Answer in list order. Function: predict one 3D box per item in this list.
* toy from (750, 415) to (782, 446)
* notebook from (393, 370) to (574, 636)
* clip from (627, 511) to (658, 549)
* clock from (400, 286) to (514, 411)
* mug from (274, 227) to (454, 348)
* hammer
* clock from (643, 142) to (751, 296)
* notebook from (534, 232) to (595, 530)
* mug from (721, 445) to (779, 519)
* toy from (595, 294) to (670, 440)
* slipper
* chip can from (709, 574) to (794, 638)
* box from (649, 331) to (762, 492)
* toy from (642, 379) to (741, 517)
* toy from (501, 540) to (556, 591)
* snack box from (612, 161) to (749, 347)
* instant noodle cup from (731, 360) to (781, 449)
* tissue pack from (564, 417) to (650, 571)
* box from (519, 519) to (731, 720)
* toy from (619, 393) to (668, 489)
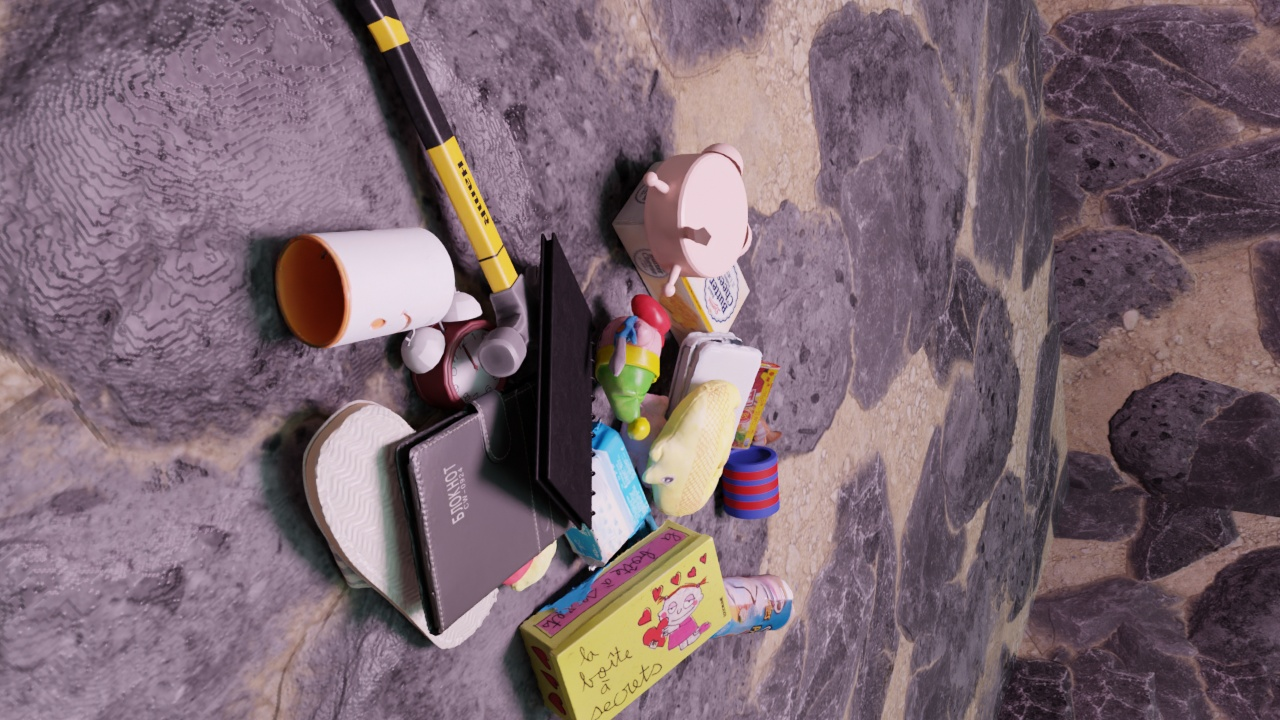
[{"bbox_3d":[0.156,0.092,1.259,0.102,0.042,0.054,51,32,-35],"label":"toy"},{"bbox_3d":[-0.124,0.110,0.792,0.208,0.029,0.169,-35,122,-60],"label":"notebook"},{"bbox_3d":[0.014,0.212,1.070,0.118,0.033,0.120,15,78,-43],"label":"clip"},{"bbox_3d":[-0.159,-0.003,0.799,0.086,0.044,0.125,-55,136,-35],"label":"clock"},{"bbox_3d":[-0.206,-0.058,0.693,0.105,0.082,0.082,-18,109,-53],"label":"mug"},{"bbox_3d":[-0.153,-0.155,0.767,0.169,0.034,0.325,-73,144,-61],"label":"hammer"},{"bbox_3d":[0.071,-0.154,0.975,0.160,0.086,0.131,-39,125,-51],"label":"clock"},{"bbox_3d":[-0.067,0.025,0.849,0.169,0.019,0.231,68,18,-63],"label":"notebook"},{"bbox_3d":[0.149,0.157,1.241,0.111,0.075,0.076,-59,145,-72],"label":"mug"},{"bbox_3d":[-0.006,0.006,0.955,0.131,0.097,0.124,-58,-179,-28],"label":"toy"},{"bbox_3d":[-0.196,0.143,0.762,0.114,0.054,0.273,-52,138,-34],"label":"slipper"},{"bbox_3d":[0.127,0.327,1.222,0.229,0.080,0.079,17,81,-54],"label":"chip can"},{"bbox_3d":[0.069,0.068,1.087,0.118,0.063,0.214,2,114,-32],"label":"box"},{"bbox_3d":[0.059,0.103,1.021,0.154,0.065,0.171,-14,124,-50],"label":"toy"},{"bbox_3d":[-0.121,0.167,0.874,0.135,0.045,0.091,57,45,-49],"label":"toy"},{"bbox_3d":[0.053,-0.117,1.069,0.104,0.058,0.208,-60,137,-30],"label":"snack box"},{"bbox_3d":[0.117,0.050,1.157,0.100,0.100,0.112,7,97,-55],"label":"instant noodle cup"},{"bbox_3d":[-0.048,0.143,0.960,0.092,0.062,0.144,-47,127,-38],"label":"tissue pack"},{"bbox_3d":[-0.012,0.281,0.977,0.220,0.079,0.124,-29,119,-35],"label":"box"},{"bbox_3d":[0.001,0.090,1.035,0.063,0.047,0.110,13,88,-43],"label":"toy"}]
